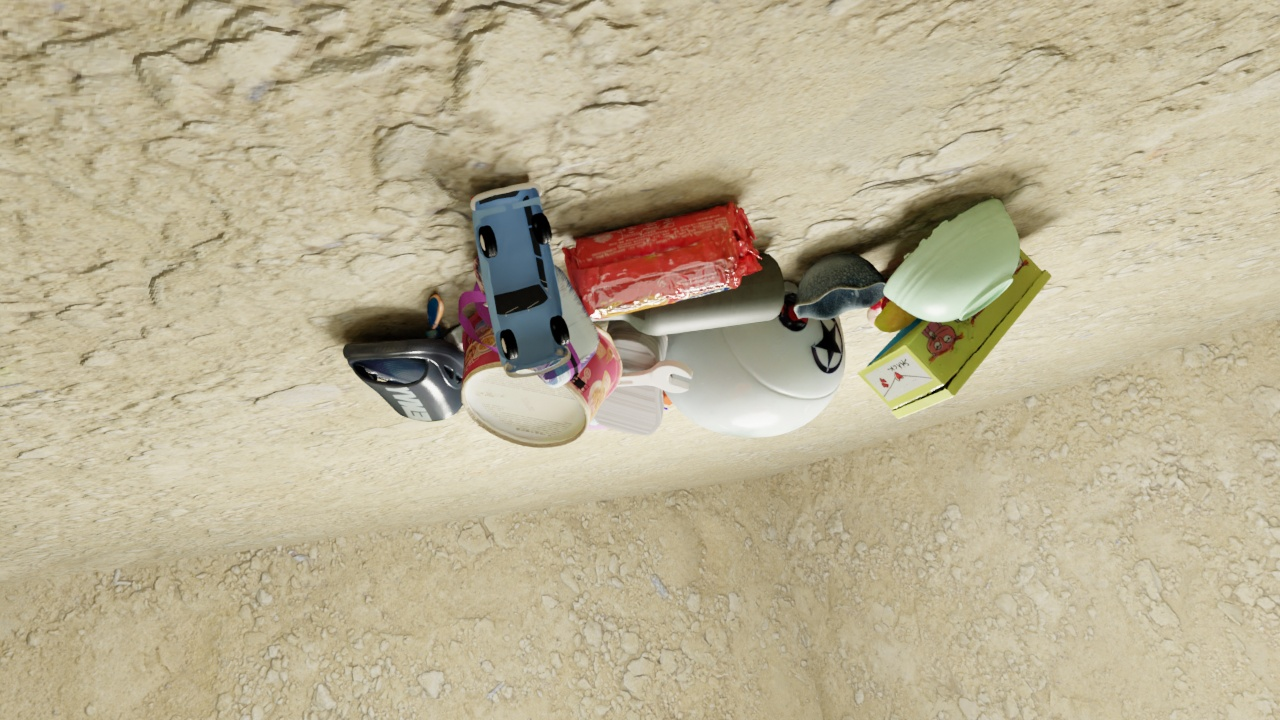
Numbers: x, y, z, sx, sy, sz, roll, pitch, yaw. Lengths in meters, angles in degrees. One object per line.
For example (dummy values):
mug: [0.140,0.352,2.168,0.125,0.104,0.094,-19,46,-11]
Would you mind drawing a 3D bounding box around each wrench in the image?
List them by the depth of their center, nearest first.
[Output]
wrench: [-0.065,0.024,1.040,0.274,0.009,0.047,-4,139,28]

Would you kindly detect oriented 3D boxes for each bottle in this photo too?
bottle: [0.040,-0.064,0.937,0.206,0.071,0.072,-8,166,-15]

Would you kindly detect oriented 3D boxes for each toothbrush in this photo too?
toothbrush: [-0.210,-0.041,0.931,0.017,0.021,0.135,-26,174,-18]

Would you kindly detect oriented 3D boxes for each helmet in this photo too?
helmet: [0.138,0.016,1.162,0.263,0.163,0.237,2,160,-42]

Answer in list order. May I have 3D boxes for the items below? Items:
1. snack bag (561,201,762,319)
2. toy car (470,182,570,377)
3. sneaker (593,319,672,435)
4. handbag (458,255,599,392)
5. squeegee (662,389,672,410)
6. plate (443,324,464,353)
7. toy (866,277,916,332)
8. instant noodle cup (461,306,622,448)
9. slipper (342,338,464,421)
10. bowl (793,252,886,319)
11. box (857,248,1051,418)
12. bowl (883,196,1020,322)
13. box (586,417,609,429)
snack bag: [0.019,-0.088,0.813,0.176,0.082,0.082,-13,167,2]
toy car: [-0.094,-0.062,0.714,0.056,0.153,0.055,-17,-154,-18]
sneaker: [-0.007,0.007,1.092,0.099,0.089,0.237,17,150,4]
handbag: [-0.119,-0.035,0.845,0.067,0.144,0.170,-40,-157,-24]
squeegee: [0.044,0.040,1.407,0.185,0.055,0.249,-2,166,34]
plate: [-0.145,-0.028,1.049,0.157,0.014,0.157,-11,167,-3]
toy: [0.314,-0.080,1.110,0.105,0.067,0.137,-50,-177,3]
instant noodle cup: [-0.114,0.024,0.974,0.179,0.077,0.179,8,140,7]
slipper: [-0.247,0.030,1.031,0.111,0.083,0.268,-1,171,9]
bowl: [0.222,-0.087,1.032,0.110,0.055,0.110,-11,167,-3]
box: [0.373,-0.040,1.089,0.220,0.082,0.125,-41,177,-25]
bowl: [0.339,-0.092,0.965,0.150,0.077,0.151,-32,161,-12]
box: [-0.100,0.081,1.387,0.214,0.051,0.149,0,-178,-20]
